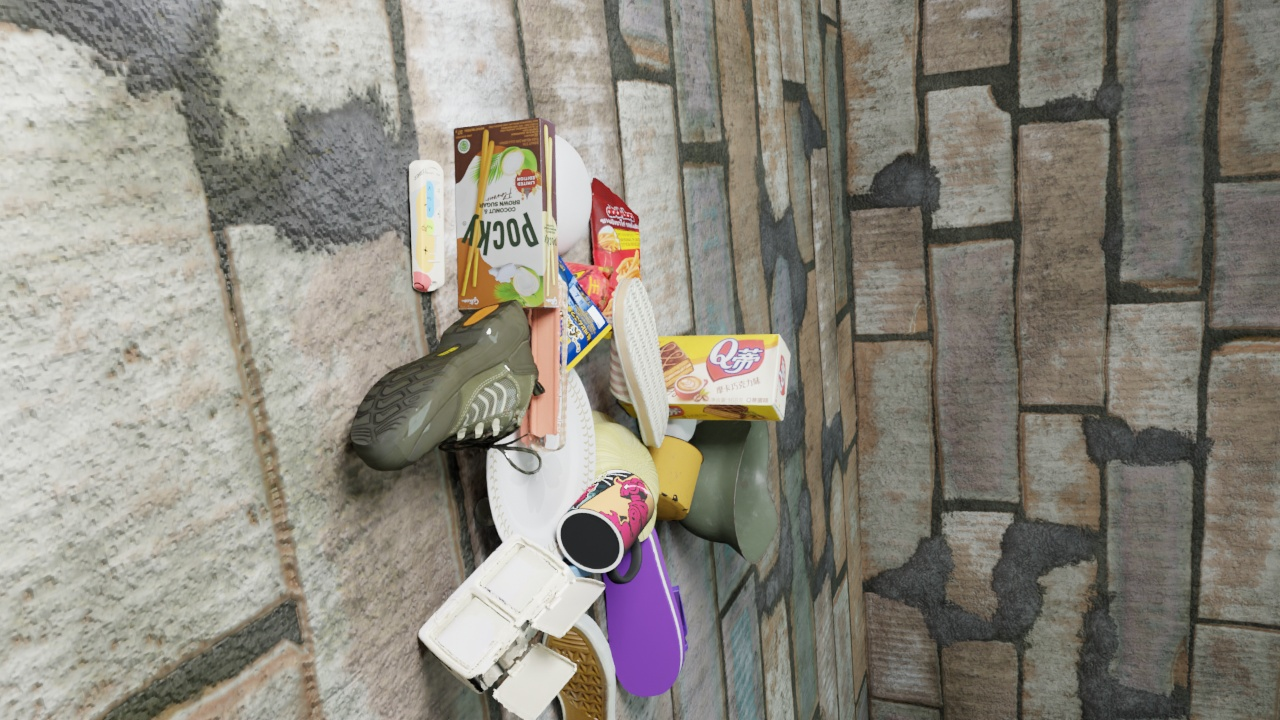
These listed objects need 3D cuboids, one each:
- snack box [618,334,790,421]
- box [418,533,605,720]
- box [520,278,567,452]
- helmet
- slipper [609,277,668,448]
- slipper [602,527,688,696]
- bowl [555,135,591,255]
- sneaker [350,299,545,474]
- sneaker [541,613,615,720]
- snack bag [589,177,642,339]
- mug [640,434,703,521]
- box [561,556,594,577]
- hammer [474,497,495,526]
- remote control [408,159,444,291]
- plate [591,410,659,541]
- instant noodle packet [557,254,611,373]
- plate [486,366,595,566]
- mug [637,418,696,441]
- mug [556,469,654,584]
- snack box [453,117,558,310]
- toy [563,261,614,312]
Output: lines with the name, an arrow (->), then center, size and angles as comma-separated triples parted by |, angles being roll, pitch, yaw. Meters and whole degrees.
snack box -> 0.091, 0.023, 1.306 | 0.062, 0.231, 0.109 | 50, 45, -56
box -> -0.112, 0.243, 0.855 | 0.144, 0.188, 0.058 | -47, 125, -25
box -> -0.099, 0.005, 0.969 | 0.071, 0.056, 0.187 | 177, -86, -82
helmet -> 0.130, 0.189, 1.494 | 0.267, 0.154, 0.227 | -61, 142, -41
slipper -> -0.007, 0.007, 1.181 | 0.114, 0.052, 0.263 | -73, 157, -43
slipper -> 0.010, 0.331, 1.287 | 0.083, 0.107, 0.266 | -35, 118, -62
bowl -> -0.093, -0.202, 1.114 | 0.149, 0.043, 0.149 | 0, 90, -67
sneaker -> -0.164, 0.056, 0.853 | 0.237, 0.101, 0.143 | -51, 125, -49
sneaker -> -0.062, 0.395, 1.137 | 0.079, 0.087, 0.236 | -61, 148, -60
snack bag -> -0.035, -0.133, 1.265 | 0.138, 0.067, 0.207 | 13, 69, -61
mug -> 0.023, 0.168, 1.334 | 0.123, 0.101, 0.093 | 29, 57, -17
box -> -0.109, 0.270, 1.040 | 0.208, 0.073, 0.085 | 5, 90, -67
hammer -> -0.130, 0.023, 1.046 | 0.132, 0.033, 0.330 | 21, 70, -64
remote control -> -0.206, -0.129, 0.884 | 0.038, 0.018, 0.125 | -13, 104, -66
plate -> -0.021, 0.143, 1.196 | 0.184, 0.036, 0.184 | 41, 34, -36
instant noodle packet -> -0.097, -0.063, 1.033 | 0.086, 0.026, 0.134 | -47, 108, -32
plate -> -0.110, 0.111, 1.026 | 0.242, 0.016, 0.242 | -1, 90, -67
mug -> 0.042, 0.091, 1.398 | 0.094, 0.068, 0.115 | 24, 68, -65
mug -> -0.032, 0.200, 1.064 | 0.118, 0.082, 0.098 | 67, 28, -12
snack box -> -0.137, -0.146, 0.937 | 0.031, 0.101, 0.186 | -6, 95, -67
toy -> -0.057, -0.079, 1.134 | 0.132, 0.094, 0.088 | 2, 85, -66
